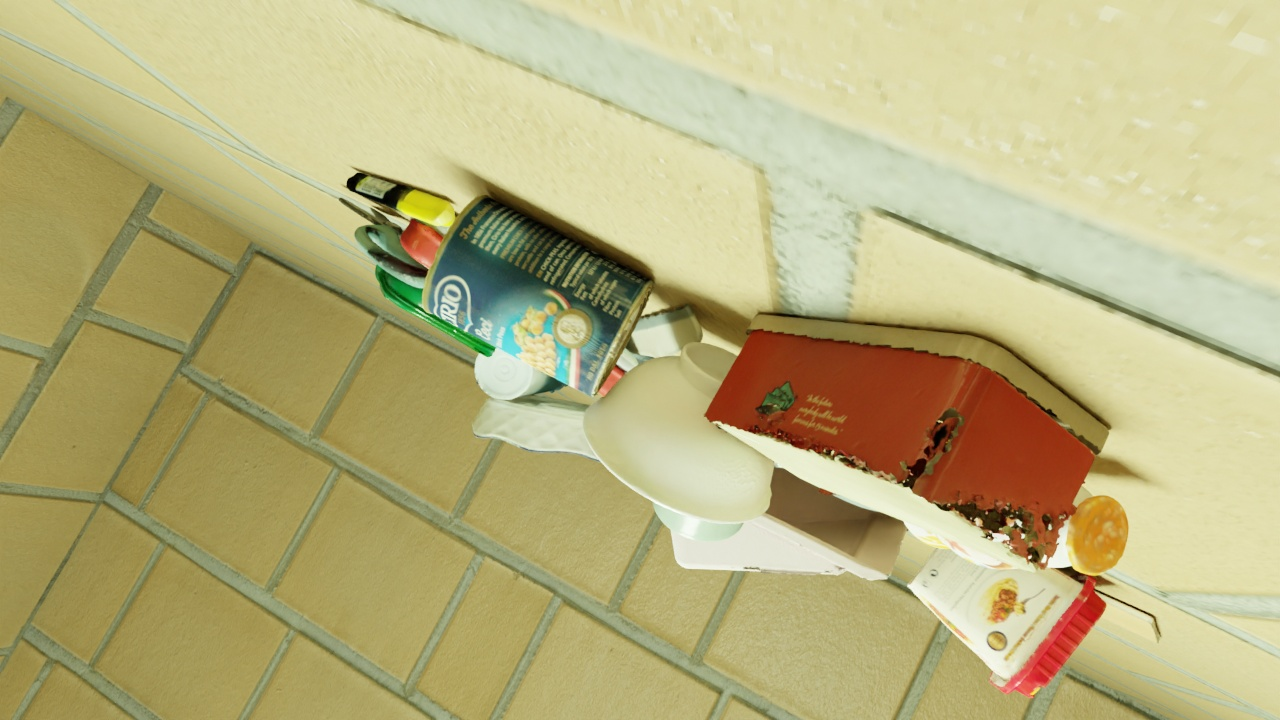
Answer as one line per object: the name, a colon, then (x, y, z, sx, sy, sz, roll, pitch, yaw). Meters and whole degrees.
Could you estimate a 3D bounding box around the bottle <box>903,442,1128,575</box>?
bottle: (0.177, 0.071, 0.444, 0.063, 0.063, 0.108, 31, 172, -24)

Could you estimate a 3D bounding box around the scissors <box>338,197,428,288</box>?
scissors: (-0.191, -0.091, 0.747, 0.174, 0.019, 0.177, 32, -167, 4)

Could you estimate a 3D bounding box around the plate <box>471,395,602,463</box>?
plate: (-0.084, 0.073, 1.024, 0.205, 0.045, 0.205, 9, -179, 0)

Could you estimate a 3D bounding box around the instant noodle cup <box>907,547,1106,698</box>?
instant noodle cup: (0.299, 0.200, 0.770, 0.124, 0.116, 0.116, 38, 177, 20)

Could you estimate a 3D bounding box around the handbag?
handbag: (-0.189, -0.067, 0.894, 0.131, 0.068, 0.120, 32, 180, -39)

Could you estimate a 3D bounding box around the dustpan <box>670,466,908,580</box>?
dustpan: (0.126, 0.122, 0.919, 0.274, 0.139, 0.222, -5, -178, 19)

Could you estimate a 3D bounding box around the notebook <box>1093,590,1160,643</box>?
notebook: (0.389, 0.212, 0.889, 0.208, 0.008, 0.147, 23, 172, 37)

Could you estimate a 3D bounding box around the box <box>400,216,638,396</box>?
box: (-0.089, -0.047, 0.696, 0.201, 0.048, 0.087, 37, 179, -25)

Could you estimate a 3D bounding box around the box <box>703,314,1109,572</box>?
box: (0.105, 0.037, 0.411, 0.091, 0.079, 0.168, 32, 173, -24)

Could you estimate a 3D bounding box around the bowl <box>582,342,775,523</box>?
bowl: (0.033, 0.029, 0.518, 0.118, 0.065, 0.118, 20, -156, -9)

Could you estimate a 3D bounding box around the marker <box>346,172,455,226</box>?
marker: (-0.168, -0.112, 0.635, 0.124, 0.018, 0.015, 23, 167, 39)

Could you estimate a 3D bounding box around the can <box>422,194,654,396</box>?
can: (-0.056, -0.036, 0.521, 0.111, 0.075, 0.075, 27, 173, 3)

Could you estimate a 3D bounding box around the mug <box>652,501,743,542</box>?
mug: (0.072, 0.082, 0.772, 0.111, 0.107, 0.082, -15, -136, -36)

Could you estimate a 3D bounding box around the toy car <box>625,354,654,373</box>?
toy car: (-0.005, 0.005, 0.796, 0.121, 0.036, 0.054, 22, 171, 21)

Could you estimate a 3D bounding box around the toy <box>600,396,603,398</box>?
toy: (0.030, 0.063, 0.854, 0.157, 0.104, 0.066, 6, 125, 8)

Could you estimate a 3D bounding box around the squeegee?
squeegee: (0.091, 0.053, 0.659, 0.246, 0.039, 0.247, 34, 173, -10)

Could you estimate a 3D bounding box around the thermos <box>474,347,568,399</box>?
thermos: (-0.129, 0.007, 1.059, 0.070, 0.070, 0.220, 27, -176, 6)
